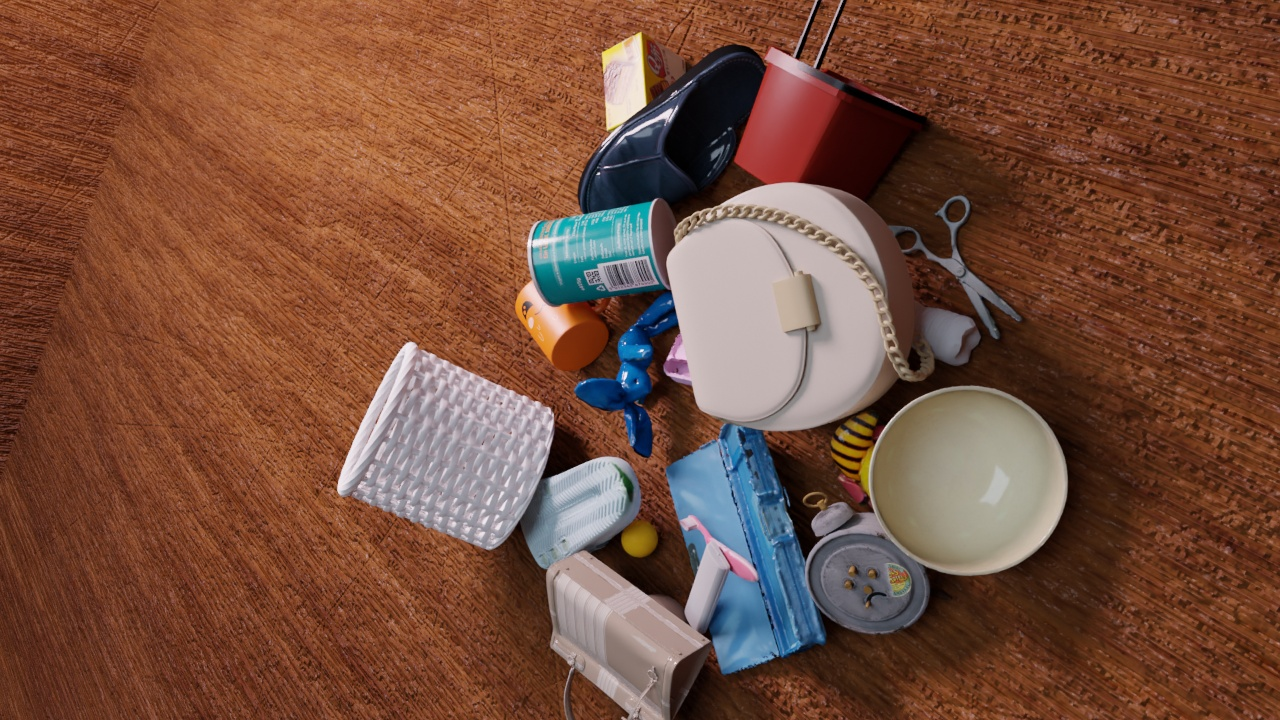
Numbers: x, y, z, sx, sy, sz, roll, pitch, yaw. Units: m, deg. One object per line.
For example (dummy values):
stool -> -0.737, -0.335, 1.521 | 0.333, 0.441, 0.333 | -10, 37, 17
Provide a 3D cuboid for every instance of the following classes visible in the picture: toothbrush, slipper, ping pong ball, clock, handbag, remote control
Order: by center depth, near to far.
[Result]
clock -> 0.190, 0.172, 0.794 | 0.104, 0.056, 0.148 | -35, 93, 30
handbag -> 0.133, -0.046, 0.813 | 0.209, 0.103, 0.210 | -14, 87, 36
toothbrush -> 0.075, 0.182, 0.893 | 0.135, 0.016, 0.022 | 31, 132, 60
remote control -> 0.064, 0.228, 0.910 | 0.033, 0.012, 0.131 | 57, 151, 35
handbag -> -0.033, 0.330, 0.957 | 0.176, 0.062, 0.198 | 28, 116, 34
ping pong ball -> -0.001, 0.194, 1.000 | 0.040, 0.040, 0.040 | -10, 75, 39
slipper -> 0.037, -0.222, 1.002 | 0.266, 0.109, 0.083 | -39, 43, 24
slipper -> -0.064, 0.169, 1.035 | 0.246, 0.074, 0.104 | -33, 68, 51

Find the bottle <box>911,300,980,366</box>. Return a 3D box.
bottle -> 0.239, -0.036, 0.838 | 0.136, 0.044, 0.044 | 26, 98, 41

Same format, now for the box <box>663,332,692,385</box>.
box -> 0.104, -0.032, 0.915 | 0.202, 0.101, 0.111 | 10, 63, 41

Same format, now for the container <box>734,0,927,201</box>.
container -> 0.188, -0.253, 0.857 | 0.127, 0.147, 0.201 | 44, 119, 38

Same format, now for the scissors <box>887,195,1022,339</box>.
scissors -> 0.277, -0.081, 0.835 | 0.131, 0.014, 0.153 | -13, 70, 38

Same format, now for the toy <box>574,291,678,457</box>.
toy -> -0.006, 0.006, 1.002 | 0.071, 0.112, 0.176 | 7, 70, 44

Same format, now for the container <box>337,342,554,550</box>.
container -> -0.225, 0.102, 1.070 | 0.190, 0.186, 0.189 | -53, 21, 30

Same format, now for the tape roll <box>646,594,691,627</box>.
tape roll -> 0.012, 0.297, 0.975 | 0.094, 0.030, 0.093 | -10, 75, 39

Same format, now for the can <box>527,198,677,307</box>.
can -> -0.038, -0.118, 1.017 | 0.144, 0.099, 0.099 | -7, 76, 21

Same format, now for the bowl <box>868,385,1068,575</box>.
bowl -> 0.261, 0.095, 0.756 | 0.151, 0.075, 0.150 | 0, 90, 7

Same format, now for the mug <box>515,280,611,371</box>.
mug -> -0.082, -0.058, 1.103 | 0.112, 0.077, 0.096 | -42, 55, 4

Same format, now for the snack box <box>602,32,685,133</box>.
snack box -> 0.007, -0.310, 1.065 | 0.061, 0.083, 0.105 | -14, 73, 39

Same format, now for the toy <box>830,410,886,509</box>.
toy -> 0.216, 0.093, 0.820 | 0.103, 0.046, 0.084 | 43, 109, 1

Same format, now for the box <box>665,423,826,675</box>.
box -> 0.106, 0.179, 0.911 | 0.176, 0.060, 0.231 | -48, 51, 54
